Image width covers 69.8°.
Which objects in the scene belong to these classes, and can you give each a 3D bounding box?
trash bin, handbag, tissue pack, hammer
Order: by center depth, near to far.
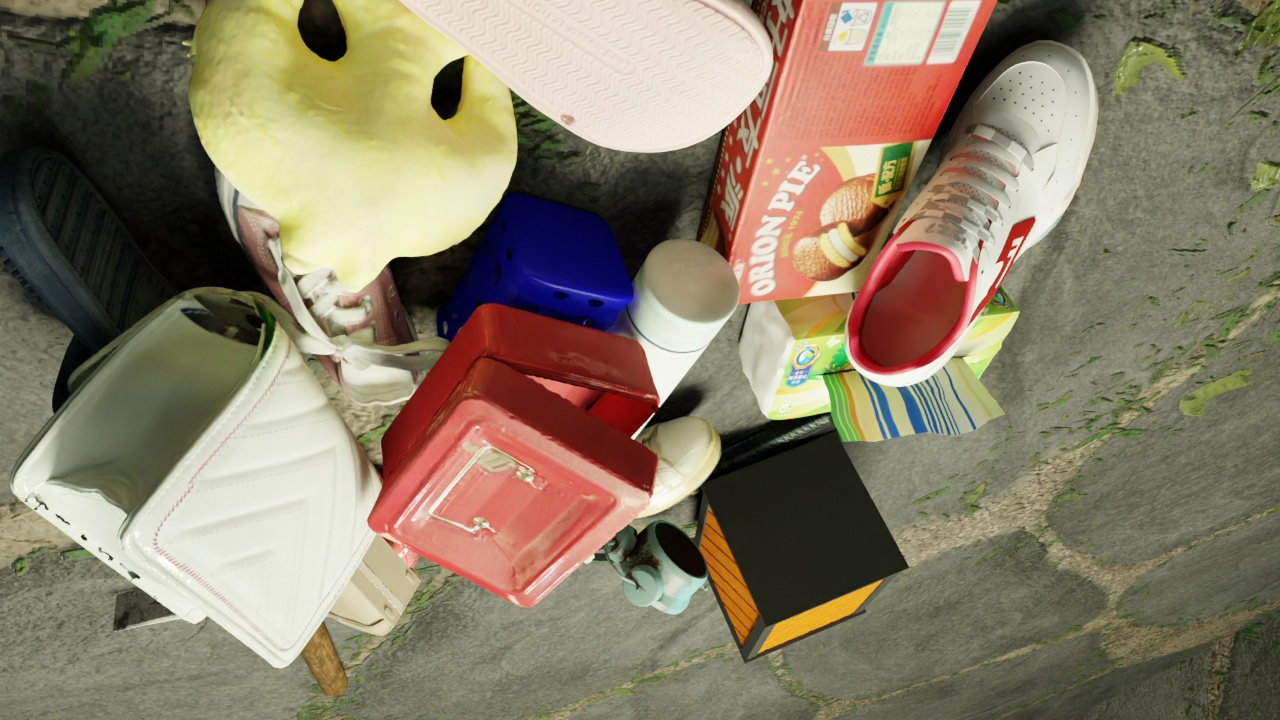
[{"bbox_3d":[-0.228,0.068,0.515,0.096,0.141,0.199,17,147,18],"label":"handbag"},{"bbox_3d":[0.191,0.002,0.709,0.197,0.141,0.120,-11,144,-8],"label":"tissue pack"},{"bbox_3d":[-0.309,0.153,0.745,0.198,0.062,0.176,-18,118,30],"label":"handbag"},{"bbox_3d":[0.146,0.189,0.901,0.139,0.139,0.172,-19,154,-10],"label":"trash bin"},{"bbox_3d":[0.043,0.123,0.904,0.319,0.032,0.130,-27,142,13],"label":"hammer"},{"bbox_3d":[-0.381,0.295,0.953,0.217,0.037,0.301,-7,143,-13],"label":"hammer"}]

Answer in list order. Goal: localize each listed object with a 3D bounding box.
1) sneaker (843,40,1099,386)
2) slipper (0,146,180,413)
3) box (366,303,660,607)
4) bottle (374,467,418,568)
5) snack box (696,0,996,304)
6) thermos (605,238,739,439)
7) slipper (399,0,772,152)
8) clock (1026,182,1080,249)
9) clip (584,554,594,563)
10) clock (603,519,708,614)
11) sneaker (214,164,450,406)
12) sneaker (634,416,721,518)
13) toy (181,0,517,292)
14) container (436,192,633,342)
[{"bbox_3d":[0.202,-0.087,0.571,0.237,0.090,0.104,-60,163,18],"label":"sneaker"},{"bbox_3d":[-0.313,-0.003,0.537,0.082,0.101,0.264,-14,141,-4],"label":"slipper"},{"bbox_3d":[-0.079,0.048,0.568,0.137,0.127,0.158,30,130,-20],"label":"box"},{"bbox_3d":[-0.228,0.136,0.784,0.062,0.062,0.138,-9,143,-11],"label":"bottle"},{"bbox_3d":[0.113,-0.135,0.566,0.113,0.060,0.237,-7,143,-14],"label":"snack box"},{"bbox_3d":[-0.004,0.004,0.663,0.067,0.067,0.231,0,152,-22],"label":"thermos"},{"bbox_3d":[-0.034,-0.176,0.459,0.221,0.055,0.107,23,130,-28],"label":"slipper"},{"bbox_3d":[0.263,-0.123,0.648,0.083,0.057,0.119,24,128,-41],"label":"clock"},{"bbox_3d":[-0.076,0.172,0.879,0.054,0.043,0.102,-23,144,-14],"label":"clip"},{"bbox_3d":[0.013,0.196,0.888,0.053,0.090,0.124,-48,140,17],"label":"clock"},{"bbox_3d":[-0.182,-0.039,0.549,0.118,0.087,0.241,-13,141,-5],"label":"sneaker"},{"bbox_3d":[-0.053,0.094,0.794,0.241,0.088,0.102,-27,123,5],"label":"sneaker"},{"bbox_3d":[-0.139,-0.113,0.454,0.170,0.155,0.065,18,176,-40],"label":"toy"},{"bbox_3d":[-0.072,-0.037,0.601,0.084,0.085,0.114,10,135,-33],"label":"container"}]
